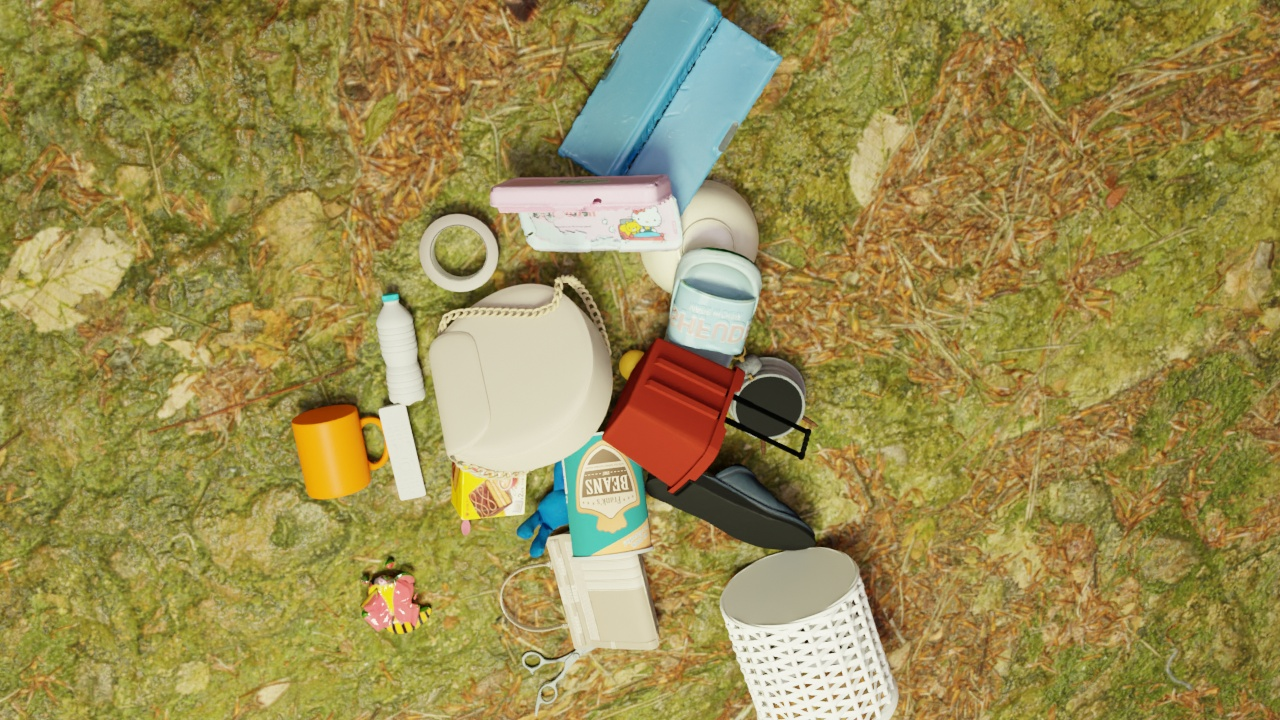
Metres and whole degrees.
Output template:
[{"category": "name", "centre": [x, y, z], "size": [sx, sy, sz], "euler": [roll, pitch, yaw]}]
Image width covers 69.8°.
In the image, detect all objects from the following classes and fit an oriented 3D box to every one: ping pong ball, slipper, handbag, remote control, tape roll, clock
[{"category": "ping pong ball", "centre": [-0.007, 0.007, 1.157], "size": [0.040, 0.040, 0.040], "euler": [-1, 104, -5]}, {"category": "slipper", "centre": [0.126, 0.170, 1.182], "size": [0.265, 0.109, 0.083], "euler": [29, 57, -26]}, {"category": "handbag", "centre": [-0.143, 0.017, 1.067], "size": [0.209, 0.103, 0.210], "euler": [-23, 62, 12]}, {"category": "handbag", "centre": [-0.089, 0.309, 1.221], "size": [0.198, 0.062, 0.176], "euler": [-12, 103, 4]}, {"category": "remote control", "centre": [-0.302, 0.116, 1.166], "size": [0.033, 0.012, 0.131], "euler": [-11, 111, -9]}, {"category": "slipper", "centre": [0.078, -0.028, 1.097], "size": [0.104, 0.074, 0.246], "euler": [9, 132, -8]}, {"category": "tape roll", "centre": [-0.218, -0.131, 1.109], "size": [0.093, 0.030, 0.094], "euler": [-1, 104, -5]}, {"category": "clock", "centre": [0.155, 0.039, 1.172], "size": [0.104, 0.056, 0.148], "euler": [-29, 110, 12]}]

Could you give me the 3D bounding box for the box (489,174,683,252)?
[{"category": "box", "centre": [-0.059, -0.159, 1.045], "size": [0.202, 0.110, 0.101], "euler": [3, 113, 19]}]

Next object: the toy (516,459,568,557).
[{"category": "toy", "centre": [-0.081, 0.184, 1.178], "size": [0.176, 0.071, 0.113], "euler": [-39, 103, -16]}]

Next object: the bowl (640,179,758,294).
[{"category": "bowl", "centre": [0.076, -0.141, 1.110], "size": [0.150, 0.075, 0.151], "euler": [-1, 104, -5]}]

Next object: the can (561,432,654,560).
[{"category": "can", "centre": [-0.042, 0.161, 1.104], "size": [0.099, 0.099, 0.144], "euler": [-7, 83, -3]}]

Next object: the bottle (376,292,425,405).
[{"category": "bottle", "centre": [-0.296, -0.015, 1.125], "size": [0.044, 0.044, 0.136], "euler": [-7, 105, -3]}]

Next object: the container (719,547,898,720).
[{"category": "container", "centre": [0.218, 0.371, 1.193], "size": [0.189, 0.189, 0.187], "euler": [-19, 104, 0]}]

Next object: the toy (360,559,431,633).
[{"category": "toy", "centre": [-0.324, 0.319, 1.209], "size": [0.084, 0.046, 0.103], "euler": [-36, 109, -10]}]

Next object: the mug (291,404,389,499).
[{"category": "mug", "centre": [-0.366, 0.108, 1.140], "size": [0.112, 0.078, 0.096], "euler": [-16, 107, -30]}]

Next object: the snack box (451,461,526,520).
[{"category": "snack box", "centre": [-0.191, 0.138, 1.154], "size": [0.083, 0.061, 0.106], "euler": [-2, 104, -23]}]

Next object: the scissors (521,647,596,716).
[{"category": "scissors", "centre": [-0.093, 0.422, 1.266], "size": [0.153, 0.014, 0.131], "euler": [-7, 95, -1]}]

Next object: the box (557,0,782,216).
[{"category": "box", "centre": [0.029, -0.297, 1.050], "size": [0.175, 0.060, 0.232], "euler": [33, 98, 10]}]

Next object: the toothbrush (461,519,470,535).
[{"category": "toothbrush", "centre": [-0.225, 0.162, 1.192], "size": [0.021, 0.016, 0.135], "euler": [3, 101, -6]}]

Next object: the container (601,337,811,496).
[{"category": "container", "centre": [0.075, 0.078, 1.056], "size": [0.201, 0.147, 0.127], "euler": [29, 141, -6]}]
